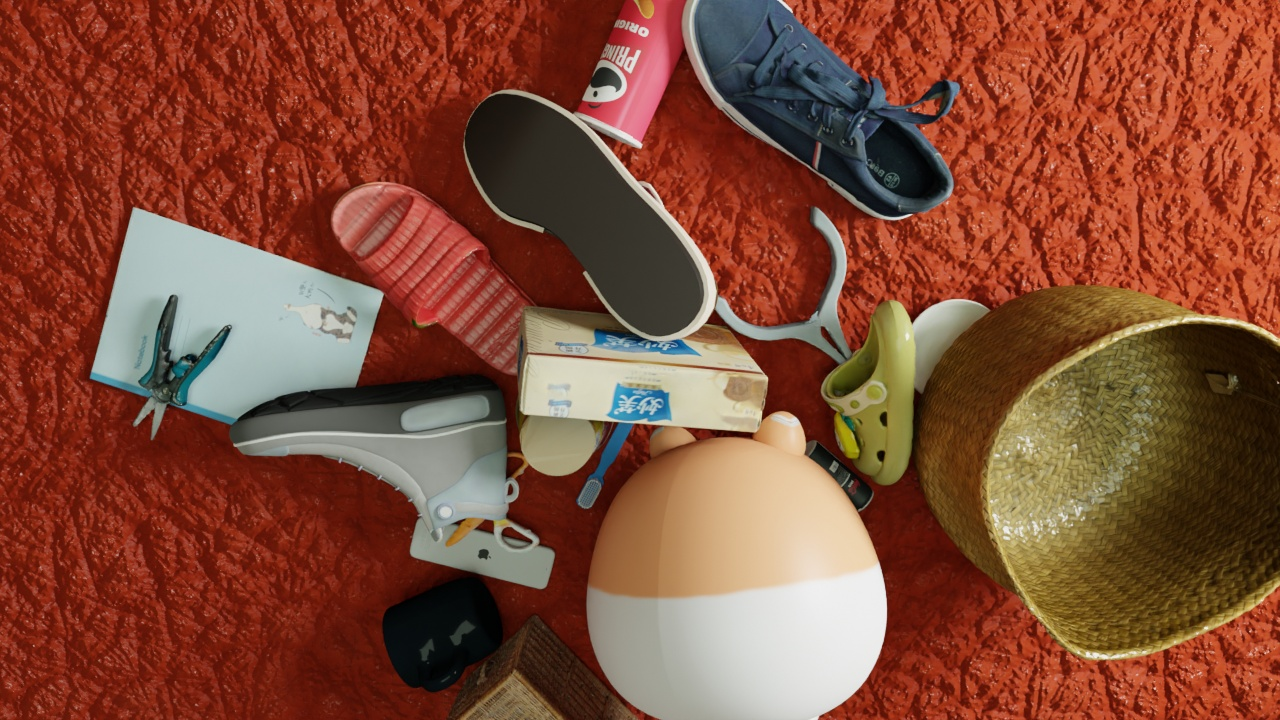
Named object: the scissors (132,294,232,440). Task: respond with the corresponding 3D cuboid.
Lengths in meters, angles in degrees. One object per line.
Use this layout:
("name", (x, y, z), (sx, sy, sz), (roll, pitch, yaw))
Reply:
("scissors", (-0.455, 0.003, 0.896), (0.151, 0.019, 0.119), (-24, 100, 6))

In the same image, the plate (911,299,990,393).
("plate", (0.308, -0.010, 0.907), (0.104, 0.026, 0.104), (0, 101, 0))

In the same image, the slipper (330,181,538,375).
("slipper", (-0.187, -0.077, 0.875), (0.249, 0.059, 0.103), (39, 98, -8))

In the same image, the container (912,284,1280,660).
("container", (0.411, 0.080, 0.824), (0.307, 0.196, 0.307), (-2, 107, -6))

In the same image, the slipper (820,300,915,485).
("slipper", (0.213, 0.035, 0.863), (0.081, 0.091, 0.191), (-3, 120, 2))

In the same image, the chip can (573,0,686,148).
("chip can", (0.015, -0.309, 0.829), (0.069, 0.069, 0.221), (25, 99, -5))

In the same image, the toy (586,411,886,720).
("toy", (0.085, 0.192, 0.832), (0.263, 0.265, 0.280), (-9, 81, 33))

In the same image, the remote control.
("remote control", (-0.163, 0.199, 0.949), (0.146, 0.008, 0.045), (15, 99, -3))

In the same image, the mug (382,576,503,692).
("mug", (-0.194, 0.278, 0.906), (0.094, 0.121, 0.085), (-25, 116, 3))

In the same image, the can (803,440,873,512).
("can", (0.196, 0.117, 0.925), (0.080, 0.031, 0.031), (40, 97, -7))

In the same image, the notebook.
("notebook", (-0.399, -0.024, 0.907), (0.253, 0.009, 0.181), (18, 100, -3))

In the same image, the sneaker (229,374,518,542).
("sneaker", (-0.252, 0.104, 0.883), (0.256, 0.093, 0.160), (-8, 102, -4))

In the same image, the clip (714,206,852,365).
("clip", (0.130, -0.056, 0.898), (0.164, 0.031, 0.169), (-12, 99, 4))

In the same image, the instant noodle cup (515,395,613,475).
("instant noodle cup", (-0.075, 0.063, 0.873), (0.100, 0.112, 0.100), (0, 101, -2))

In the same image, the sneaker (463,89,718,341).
("sneaker", (-0.035, -0.139, 0.856), (0.294, 0.116, 0.112), (42, 106, 12))

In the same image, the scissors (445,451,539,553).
("scissors", (-0.151, 0.150, 0.934), (0.125, 0.011, 0.131), (-44, 91, 4))

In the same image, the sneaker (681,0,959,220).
("sneaker", (0.165, -0.229, 0.797), (0.294, 0.127, 0.121), (37, 94, -14))

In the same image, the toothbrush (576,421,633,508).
("toothbrush", (-0.021, 0.077, 0.926), (0.016, 0.014, 0.167), (27, 98, -5))

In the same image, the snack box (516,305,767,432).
("snack box", (-0.005, 0.005, 0.827), (0.207, 0.153, 0.055), (5, 107, -10))

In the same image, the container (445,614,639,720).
("container", (-0.093, 0.378, 0.929), (0.113, 0.113, 0.198), (-41, 96, 11))
